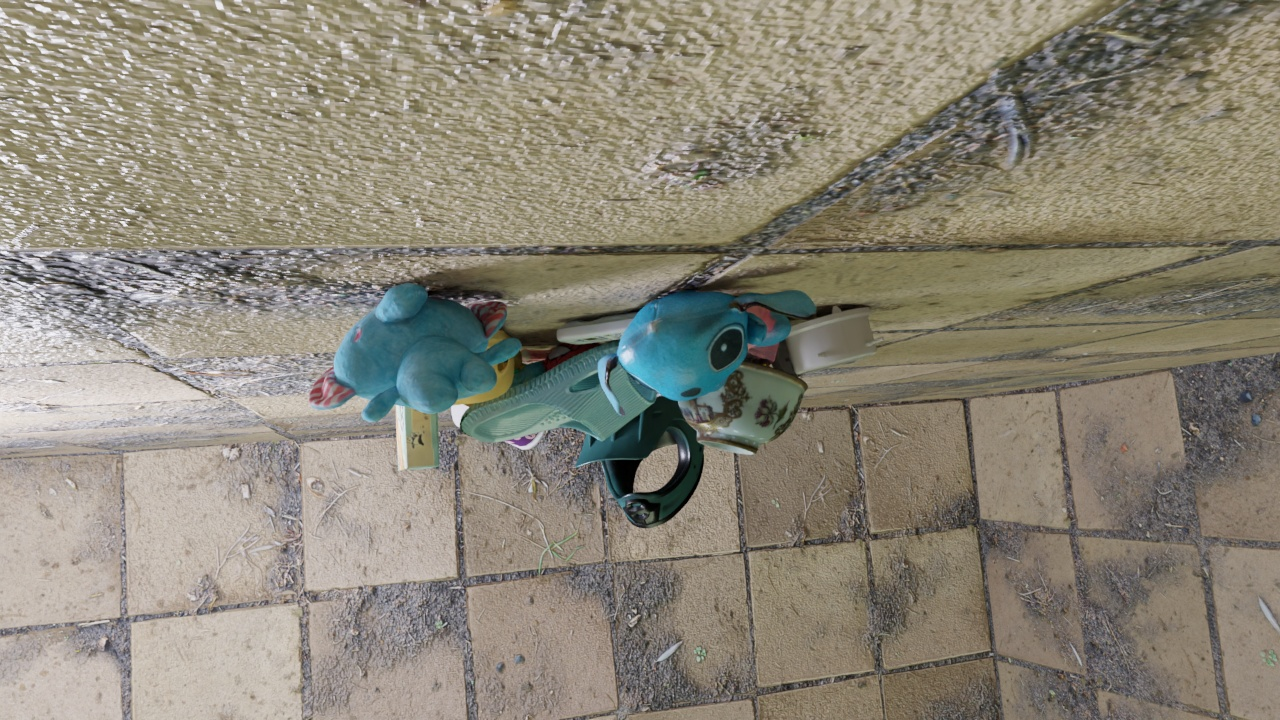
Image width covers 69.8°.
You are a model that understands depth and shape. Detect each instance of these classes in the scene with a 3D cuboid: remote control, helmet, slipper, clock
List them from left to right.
[{"bbox_3d":[-0.186,0.009,1.002,0.099,0.078,0.263,-6,176,4],"label":"slipper"},{"bbox_3d":[-0.077,0.050,1.047,0.276,0.069,0.116,-21,149,11],"label":"slipper"},{"bbox_3d":[-0.021,-0.036,0.955,0.133,0.022,0.050,-7,174,23],"label":"remote control"},{"bbox_3d":[0.001,0.120,1.441,0.177,0.200,0.274,-10,-149,22],"label":"helmet"},{"bbox_3d":[0.213,-0.020,1.067,0.120,0.061,0.159,-14,174,-7],"label":"clock"}]

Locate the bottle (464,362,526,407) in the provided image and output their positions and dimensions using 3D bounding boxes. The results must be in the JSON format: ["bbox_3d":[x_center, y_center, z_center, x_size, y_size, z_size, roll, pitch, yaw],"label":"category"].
[{"bbox_3d":[-0.178,0.035,1.283,0.068,0.068,0.209,-7,173,22],"label":"bottle"}]

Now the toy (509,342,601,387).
[{"bbox_3d":[-0.099,0.011,1.110,0.133,0.062,0.092,-15,171,-2],"label":"toy"}]

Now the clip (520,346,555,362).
[{"bbox_3d":[-0.128,-0.008,1.162,0.060,0.023,0.045,-2,177,30],"label":"clip"}]

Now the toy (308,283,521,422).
[{"bbox_3d":[-0.178,-0.008,0.740,0.183,0.115,0.181,-25,-159,-21],"label":"toy"}]

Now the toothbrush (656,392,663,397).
[{"bbox_3d":[-0.004,0.054,1.273,0.019,0.018,0.188,-11,177,-27],"label":"toothbrush"}]

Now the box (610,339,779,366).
[{"bbox_3d":[0.053,-0.018,1.125,0.179,0.040,0.233,13,171,-10],"label":"box"}]

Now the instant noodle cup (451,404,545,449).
[{"bbox_3d":[-0.232,0.079,1.464,0.121,0.121,0.137,13,137,-39],"label":"instant noodle cup"}]

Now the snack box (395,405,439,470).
[{"bbox_3d":[-0.273,0.061,1.116,0.044,0.141,0.194,-2,174,-17],"label":"snack box"}]

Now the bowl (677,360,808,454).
[{"bbox_3d":[0.111,0.058,1.091,0.160,0.093,0.160,13,170,2],"label":"bowl"}]

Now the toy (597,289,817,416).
[{"bbox_3d":[0.069,-0.020,0.866,0.225,0.099,0.191,-29,166,27],"label":"toy"}]
